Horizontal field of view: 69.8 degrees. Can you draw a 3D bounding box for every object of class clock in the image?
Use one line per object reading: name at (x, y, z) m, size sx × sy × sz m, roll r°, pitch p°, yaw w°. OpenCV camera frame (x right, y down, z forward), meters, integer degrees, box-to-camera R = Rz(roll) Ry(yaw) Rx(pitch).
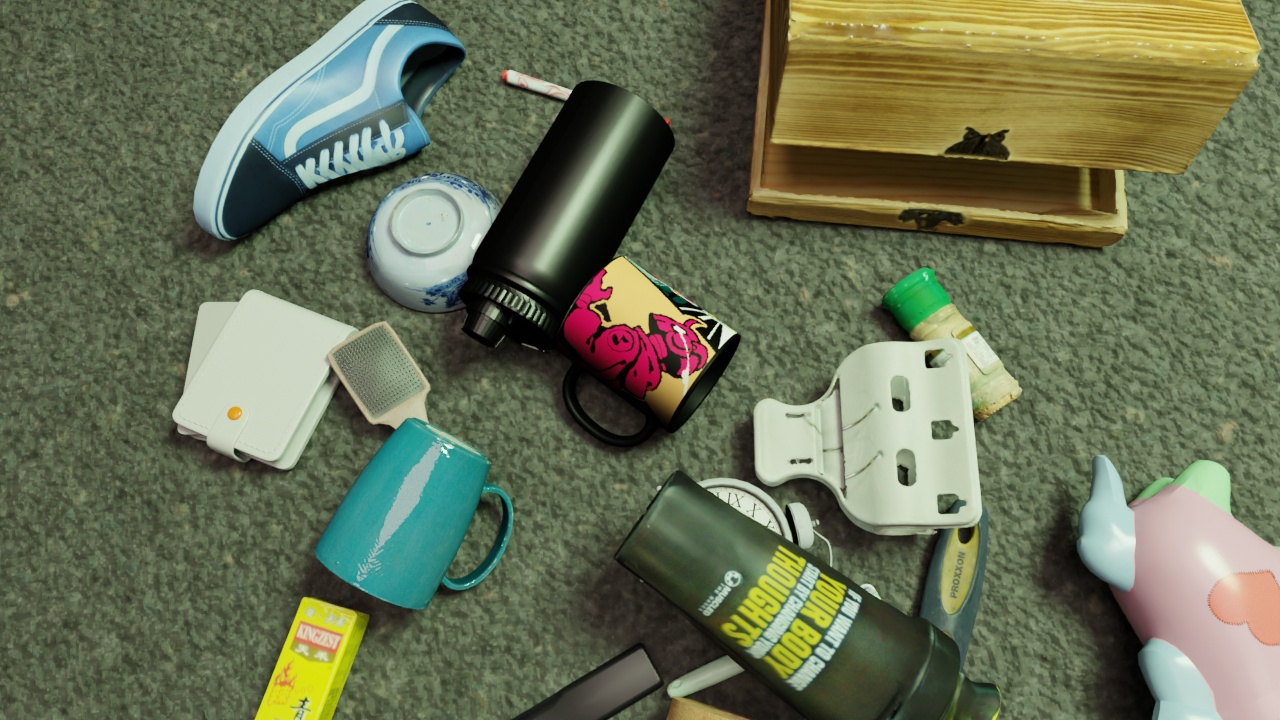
clock at (0.066, 0.128, 0.611) m, size 0.123 × 0.035 × 0.094 m, roll 10°, pitch 74°, yaw 6°

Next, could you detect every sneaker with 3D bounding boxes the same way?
sneaker at (-0.223, -0.173, 0.689) m, size 0.098 × 0.083 × 0.241 m, roll 35°, pitch 75°, yaw 12°

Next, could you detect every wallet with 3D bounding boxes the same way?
wallet at (-0.281, 0.009, 0.659) m, size 0.115 × 0.037 × 0.118 m, roll 21°, pitch 72°, yaw 8°

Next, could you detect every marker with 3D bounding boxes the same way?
marker at (-0.045, -0.206, 0.728) m, size 0.142 × 0.013 × 0.012 m, roll 20°, pitch 75°, yaw 8°

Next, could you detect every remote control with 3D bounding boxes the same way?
remote control at (-0.051, 0.231, 0.594) m, size 0.136 × 0.015 × 0.032 m, roll -29°, pitch 74°, yaw -7°

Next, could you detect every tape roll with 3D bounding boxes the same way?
tape roll at (0.060, 0.230, 0.550) m, size 0.094 × 0.094 × 0.027 m, roll 16°, pitch 74°, yaw 7°

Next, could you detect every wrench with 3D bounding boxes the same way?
wrench at (0.182, 0.220, 0.586) m, size 0.073 × 0.022 × 0.273 m, roll 14°, pitch 75°, yaw 13°

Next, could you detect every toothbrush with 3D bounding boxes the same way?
toothbrush at (0.089, 0.186, 0.603) m, size 0.154 × 0.015 × 0.022 m, roll -23°, pitch 39°, yaw -6°

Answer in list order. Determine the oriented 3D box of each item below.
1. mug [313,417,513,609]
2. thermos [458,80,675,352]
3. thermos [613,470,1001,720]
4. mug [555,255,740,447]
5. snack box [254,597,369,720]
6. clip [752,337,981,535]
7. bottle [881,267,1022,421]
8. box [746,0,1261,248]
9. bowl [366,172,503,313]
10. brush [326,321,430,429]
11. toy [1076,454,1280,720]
mug at (-0.138, 0.102, 0.604) m, size 0.112 × 0.084 × 0.104 m, roll 31°, pitch 84°, yaw -26°
thermos at (-0.058, -0.093, 0.655) m, size 0.086 × 0.086 × 0.198 m, roll 26°, pitch 76°, yaw 9°
thermos at (0.091, 0.156, 0.542) m, size 0.221 × 0.098 × 0.098 m, roll 35°, pitch 77°, yaw 4°
mug at (-0.004, 0.004, 0.635) m, size 0.098 × 0.081 × 0.118 m, roll 36°, pitch 105°, yaw 12°
snack box at (-0.224, 0.231, 0.594) m, size 0.040 × 0.029 × 0.147 m, roll 16°, pitch 74°, yaw 6°
clip at (0.153, 0.057, 0.628) m, size 0.152 × 0.101 × 0.126 m, roll -10°, pitch 69°, yaw 29°
bottle at (0.219, -0.012, 0.645) m, size 0.043 × 0.043 × 0.111 m, roll -32°, pitch 76°, yaw -8°
box at (0.227, -0.236, 0.665) m, size 0.279 × 0.192 × 0.250 m, roll 4°, pitch 59°, yaw 4°
bowl at (-0.153, -0.096, 0.681) m, size 0.114 × 0.045 × 0.114 m, roll -1°, pitch 73°, yaw 2°
brush at (-0.164, 0.037, 0.643) m, size 0.049 × 0.015 × 0.135 m, roll -33°, pitch 87°, yaw -18°
toy at (0.346, 0.167, 0.557) m, size 0.222 × 0.120 × 0.170 m, roll 39°, pitch 69°, yaw 11°
